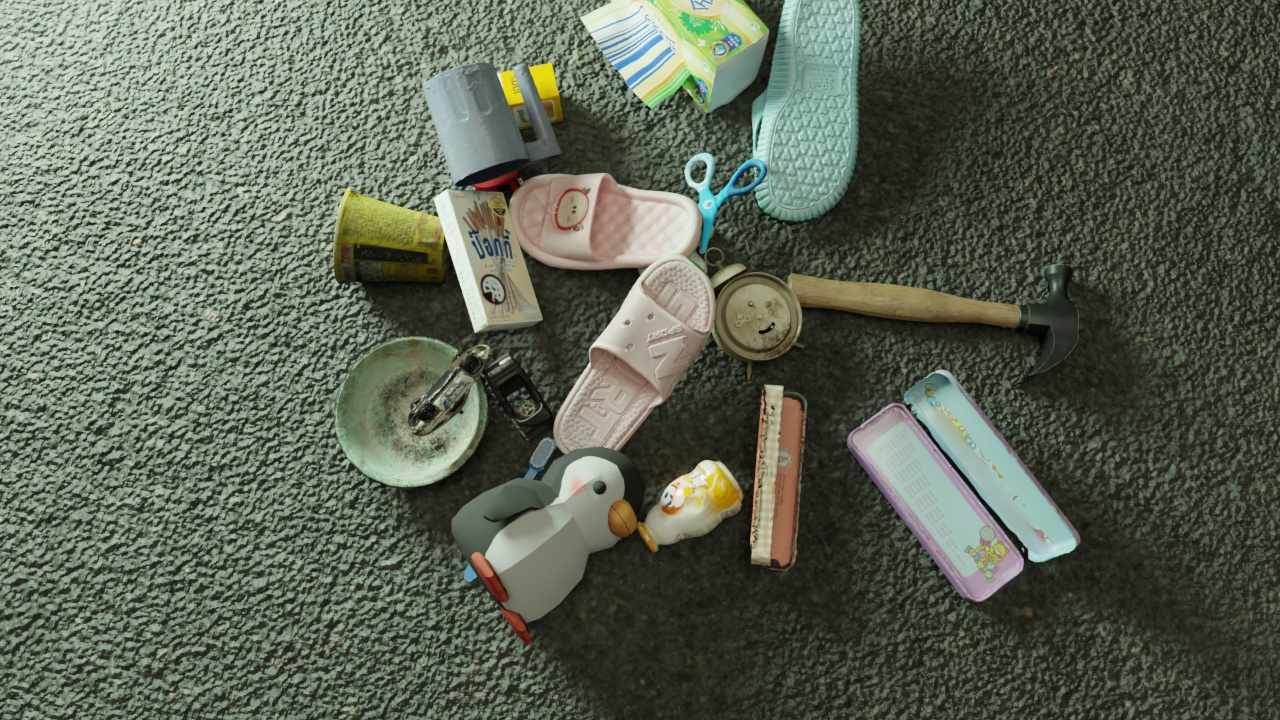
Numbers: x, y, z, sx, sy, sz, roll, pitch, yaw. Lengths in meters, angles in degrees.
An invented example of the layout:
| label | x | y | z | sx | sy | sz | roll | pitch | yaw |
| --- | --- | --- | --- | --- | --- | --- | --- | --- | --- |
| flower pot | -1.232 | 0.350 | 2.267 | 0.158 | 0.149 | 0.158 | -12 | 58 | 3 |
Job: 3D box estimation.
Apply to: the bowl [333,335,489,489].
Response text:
| label | x | y | z | sx | sy | sz | roll | pitch | yaw |
| --- | --- | --- | --- | --- | --- | --- | --- | --- | --- |
| bowl | -0.233 | 0.055 | 0.950 | 0.157 | 0.038 | 0.157 | 0 | 77 | 0 |

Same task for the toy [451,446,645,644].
| label | x | y | z | sx | sy | sz | roll | pitch | yaw |
| --- | --- | --- | --- | --- | --- | --- | --- | --- | --- |
| toy | -0.085 | 0.152 | 0.895 | 0.183 | 0.159 | 0.140 | -34 | 43 | -18 |

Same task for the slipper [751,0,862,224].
| label | x | y | z | sx | sy | sz | roll | pitch | yaw |
| --- | --- | --- | --- | --- | --- | --- | --- | --- | --- |
| slipper | 0.185 | -0.286 | 1.017 | 0.116 | 0.069 | 0.276 | 7 | 91 | -3 |

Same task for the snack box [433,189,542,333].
| label | x | y | z | sx | sy | sz | roll | pitch | yaw |
| --- | --- | --- | --- | --- | --- | --- | --- | --- | --- |
| snack box | -0.159 | -0.105 | 0.962 | 0.026 | 0.081 | 0.150 | -24 | 81 | 38 |

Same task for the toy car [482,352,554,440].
| label | x | y | z | sx | sy | sz | roll | pitch | yaw |
| --- | --- | --- | --- | --- | --- | --- | --- | --- | --- |
| toy car | -0.124 | 0.038 | 0.942 | 0.040 | 0.037 | 0.092 | -34 | 112 | -9 |

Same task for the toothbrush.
| label | x | y | z | sx | sy | sz | roll | pitch | yaw |
| --- | --- | --- | --- | --- | --- | --- | --- | --- | --- |
| toothbrush | -0.134 | 0.152 | 0.941 | 0.016 | 0.014 | 0.166 | 30 | 79 | 6 |

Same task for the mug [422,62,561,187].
| label | x | y | z | sx | sy | sz | roll | pitch | yaw |
| --- | --- | --- | --- | --- | --- | --- | --- | --- | --- |
| mug | -0.153 | -0.248 | 0.954 | 0.123 | 0.084 | 0.104 | -22 | 95 | -26 |

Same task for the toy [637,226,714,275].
| label | x | y | z | sx | sy | sz | roll | pitch | yaw |
| --- | --- | --- | --- | --- | --- | --- | --- | --- | --- |
| toy | 0.035 | -0.104 | 0.990 | 0.076 | 0.037 | 0.125 | 12 | 73 | 6 |

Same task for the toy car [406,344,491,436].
| label | x | y | z | sx | sy | sz | roll | pitch | yaw |
| --- | --- | --- | --- | --- | --- | --- | --- | --- | --- |
| toy car | -0.186 | 0.031 | 0.912 | 0.040 | 0.048 | 0.112 | 44 | 79 | -23 |

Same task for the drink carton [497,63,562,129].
| label | x | y | z | sx | sy | sz | roll | pitch | yaw |
| --- | --- | --- | --- | --- | --- | --- | --- | --- | --- |
| drink carton | -0.152 | -0.286 | 1.019 | 0.122 | 0.058 | 0.040 | -12 | 77 | -3 |

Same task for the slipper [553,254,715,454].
| label | x | y | z | sx | sy | sz | roll | pitch | yaw |
| --- | --- | --- | --- | --- | --- | --- | --- | --- | --- |
| slipper | -0.005 | 0.005 | 0.921 | 0.094 | 0.064 | 0.239 | 34 | 96 | 0 |

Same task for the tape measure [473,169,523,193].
| label | x | y | z | sx | sy | sz | roll | pitch | yaw |
| --- | --- | --- | --- | --- | --- | --- | --- | --- | --- |
| tape measure | -0.162 | -0.204 | 1.010 | 0.051 | 0.019 | 0.059 | -31 | 56 | 0 |

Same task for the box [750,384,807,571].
| label | x | y | z | sx | sy | sz | roll | pitch | yaw |
| --- | --- | --- | --- | --- | --- | --- | --- | --- | --- |
| box | 0.140 | 0.118 | 0.931 | 0.076 | 0.055 | 0.187 | 13 | 76 | -31 |

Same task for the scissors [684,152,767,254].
| label | x | y | z | sx | sy | sz | roll | pitch | yaw |
| --- | --- | --- | --- | --- | --- | --- | --- | --- | --- |
| scissors | 0.085 | -0.168 | 0.975 | 0.113 | 0.013 | 0.140 | -3 | 59 | 23 |

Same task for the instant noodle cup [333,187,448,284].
| label | x | y | z | sx | sy | sz | roll | pitch | yaw |
| --- | --- | --- | --- | --- | --- | --- | --- | --- | --- |
| instant noodle cup | -0.260 | -0.124 | 0.968 | 0.108 | 0.102 | 0.102 | 7 | 77 | -8 |

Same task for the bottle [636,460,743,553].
| label | x | y | z | sx | sy | sz | roll | pitch | yaw |
| --- | --- | --- | --- | --- | --- | --- | --- | --- | --- |
| bottle | 0.048 | 0.149 | 0.920 | 0.108 | 0.063 | 0.063 | -33 | 79 | -7 |

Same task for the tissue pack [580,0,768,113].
| label | x | y | z | sx | sy | sz | roll | pitch | yaw |
| --- | --- | --- | --- | --- | --- | --- | --- | --- | --- |
| tissue pack | 0.025 | -0.366 | 1.016 | 0.141 | 0.120 | 0.197 | -36 | 74 | -10 |

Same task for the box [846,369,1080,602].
| label | x | y | z | sx | sy | sz | roll | pitch | yaw |
| --- | --- | --- | --- | --- | --- | --- | --- | --- | --- |
| box | 0.324 | 0.125 | 0.927 | 0.140 | 0.062 | 0.214 | -41 | 78 | 26 |

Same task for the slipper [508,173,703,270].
| label | x | y | z | sx | sy | sz | roll | pitch | yaw |
| --- | --- | --- | --- | --- | --- | --- | --- | --- | --- |
| slipper | -0.042 | -0.147 | 0.974 | 0.222 | 0.055 | 0.106 | 10 | 79 | 19 |

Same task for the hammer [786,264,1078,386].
| label | x | y | z | sx | sy | sz | roll | pitch | yaw |
| --- | --- | --- | --- | --- | --- | --- | --- | --- | --- |
| hammer | 0.309 | -0.053 | 0.983 | 0.305 | 0.040 | 0.132 | 7 | 74 | 2 |

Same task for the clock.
| label | x | y | z | sx | sy | sz | roll | pitch | yaw |
| --- | --- | --- | --- | --- | --- | --- | --- | --- | --- |
| clock | 0.109 | -0.057 | 0.972 | 0.093 | 0.055 | 0.141 | -30 | 85 | -13 |
